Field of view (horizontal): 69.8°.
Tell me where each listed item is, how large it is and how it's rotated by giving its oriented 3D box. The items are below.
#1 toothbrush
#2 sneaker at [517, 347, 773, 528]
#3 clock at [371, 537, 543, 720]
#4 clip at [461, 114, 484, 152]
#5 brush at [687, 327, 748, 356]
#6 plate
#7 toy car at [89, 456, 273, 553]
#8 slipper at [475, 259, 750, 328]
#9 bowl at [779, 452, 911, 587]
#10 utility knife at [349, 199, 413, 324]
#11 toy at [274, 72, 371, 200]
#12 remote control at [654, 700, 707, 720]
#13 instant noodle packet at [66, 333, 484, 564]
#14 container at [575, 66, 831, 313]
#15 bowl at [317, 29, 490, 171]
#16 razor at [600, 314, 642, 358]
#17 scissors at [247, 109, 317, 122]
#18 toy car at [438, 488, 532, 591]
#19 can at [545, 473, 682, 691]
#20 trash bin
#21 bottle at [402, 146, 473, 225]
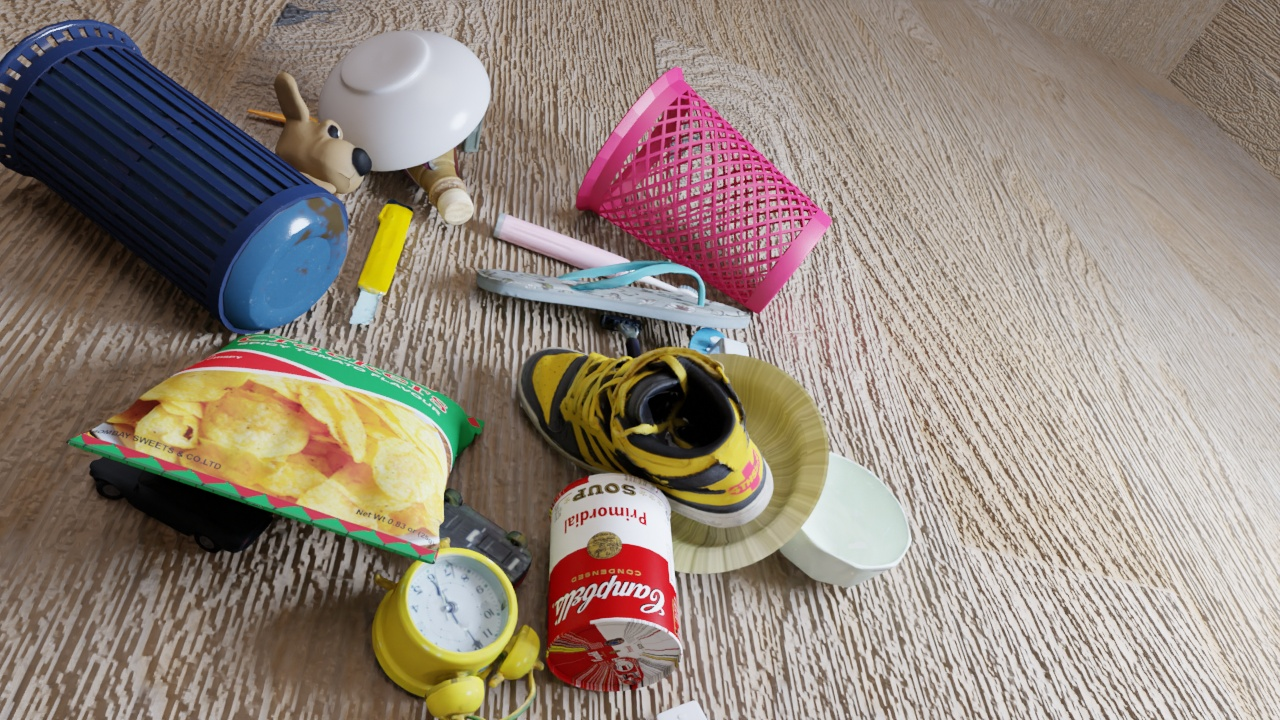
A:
[{"bbox_3d":[-0.043,-0.101,0.942,0.222,0.027,0.026,19,39,-10],"label":"toothbrush"},{"bbox_3d":[-0.015,0.032,0.683,0.239,0.122,0.085,25,67,27],"label":"sneaker"},{"bbox_3d":[-0.111,0.170,0.563,0.083,0.057,0.118,-24,68,-45],"label":"clock"},{"bbox_3d":[-0.191,-0.274,1.017,0.023,0.078,0.050,-13,38,-40],"label":"clip"},{"bbox_3d":[0.071,0.012,0.835,0.055,0.076,0.135,16,39,-15],"label":"brush"},{"bbox_3d":[0.057,0.083,0.727,0.184,0.036,0.184,-8,59,14],"label":"plate"},{"bbox_3d":[-0.288,0.082,0.579,0.112,0.034,0.046,28,38,2],"label":"toy car"},{"bbox_3d":[-0.022,-0.076,0.881,0.268,0.055,0.098,7,11,-16],"label":"slipper"},{"bbox_3d":[0.154,0.137,0.750,0.117,0.061,0.117,15,39,-13],"label":"bowl"},{"bbox_3d":[-0.234,-0.092,0.825,0.030,0.018,0.190,12,36,-11],"label":"utility knife"},{"bbox_3d":[-0.299,-0.169,0.824,0.106,0.134,0.108,11,62,15],"label":"toy"},{"bbox_3d":[0.051,0.276,0.569,0.033,0.012,0.131,-8,49,-33],"label":"remote control"},{"bbox_3d":[-0.209,0.045,0.601,0.195,0.090,0.252,20,12,-8],"label":"instant noodle packet"},{"bbox_3d":[0.076,-0.168,0.981,0.226,0.184,0.182,38,39,2],"label":"container"},{"bbox_3d":[-0.241,-0.272,0.904,0.177,0.066,0.176,-5,56,8],"label":"bowl"},{"bbox_3d":[-0.005,0.005,0.843,0.042,0.022,0.144,7,42,-21],"label":"razor"},{"bbox_3d":[-0.333,-0.243,0.948,0.127,0.011,0.125,-17,56,-44],"label":"scissors"},{"bbox_3d":[-0.118,0.124,0.627,0.091,0.036,0.042,34,39,8],"label":"toy car"},{"bbox_3d":[-0.019,0.147,0.617,0.086,0.087,0.116,14,40,-16],"label":"can"},{"bbox_3d":[-0.356,-0.136,0.711,0.249,0.140,0.138,36,39,9],"label":"trash bin"},{"bbox_3d":[-0.211,-0.200,0.930,0.059,0.060,0.166,-5,48,-34],"label":"bottle"}]
